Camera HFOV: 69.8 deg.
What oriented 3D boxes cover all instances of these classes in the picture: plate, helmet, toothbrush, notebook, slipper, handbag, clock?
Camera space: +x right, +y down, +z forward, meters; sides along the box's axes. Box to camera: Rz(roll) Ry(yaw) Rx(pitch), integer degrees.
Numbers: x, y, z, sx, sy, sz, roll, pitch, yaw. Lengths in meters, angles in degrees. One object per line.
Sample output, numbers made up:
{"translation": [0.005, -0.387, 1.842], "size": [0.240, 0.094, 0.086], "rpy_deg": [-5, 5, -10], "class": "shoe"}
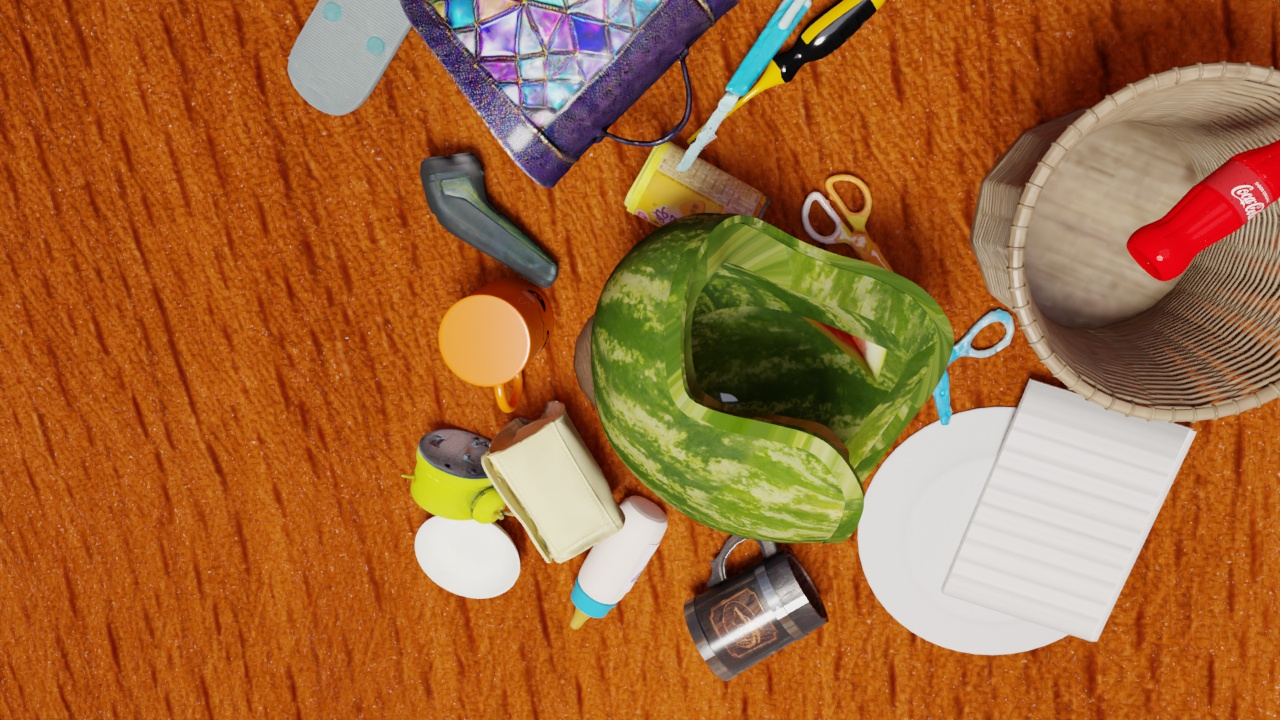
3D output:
{"translation": [-0.163, 0.181, 0.879], "size": [0.104, 0.026, 0.104], "rpy_deg": [5, 120, 8], "class": "plate"}
{"translation": [0.078, 0.015, 0.696], "size": [0.247, 0.212, 0.244], "rpy_deg": [34, 149, 10], "class": "helmet"}
{"translation": [0.117, -0.239, 0.750], "size": [0.197, 0.031, 0.031], "rpy_deg": [-36, 66, 18], "class": "toothbrush"}
{"translation": [0.370, 0.134, 0.801], "size": [0.142, 0.009, 0.210], "rpy_deg": [17, 105, 3], "class": "notebook"}
{"translation": [-0.205, -0.323, 0.762], "size": [0.098, 0.054, 0.269], "rpy_deg": [33, 116, -4], "class": "slipper"}
{"translation": [-0.048, -0.258, 0.712], "size": [0.205, 0.125, 0.222], "rpy_deg": [-42, 93, 13], "class": "handbag"}
{"translation": [0.321, 0.160, 0.828], "size": [0.242, 0.016, 0.243], "rpy_deg": [2, 104, 6], "class": "plate"}
{"translation": [-0.075, 0.107, 0.814], "size": [0.081, 0.111, 0.119], "rpy_deg": [-30, 100, 1], "class": "handbag"}
{"translation": [-0.155, 0.109, 0.839], "size": [0.119, 0.083, 0.057], "rpy_deg": [22, 110, 4], "class": "clock"}

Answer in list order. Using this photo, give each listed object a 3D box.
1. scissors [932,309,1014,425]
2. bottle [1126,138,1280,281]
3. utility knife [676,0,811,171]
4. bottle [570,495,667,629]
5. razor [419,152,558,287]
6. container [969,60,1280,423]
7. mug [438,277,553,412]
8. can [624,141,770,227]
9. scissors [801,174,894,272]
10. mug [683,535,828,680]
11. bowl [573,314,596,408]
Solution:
{"translation": [0.251, -0.011, 0.793], "size": [0.137, 0.011, 0.134], "rpy_deg": [44, 104, -9], "class": "scissors"}
{"translation": [0.351, -0.098, 0.546], "size": [0.119, 0.036, 0.036], "rpy_deg": [-41, 96, 14], "class": "bottle"}
{"translation": [0.080, -0.226, 0.734], "size": [0.022, 0.015, 0.181], "rpy_deg": [37, 85, -6], "class": "utility knife"}
{"translation": [-0.028, 0.196, 0.861], "size": [0.051, 0.051, 0.146], "rpy_deg": [30, 105, -1], "class": "bottle"}
{"translation": [-0.128, -0.123, 0.798], "size": [0.151, 0.054, 0.067], "rpy_deg": [38, 96, -8], "class": "razor"}
{"translation": [0.359, -0.092, 0.668], "size": [0.227, 0.196, 0.227], "rpy_deg": [2, 104, 6], "class": "container"}
{"translation": [-0.121, -0.010, 0.798], "size": [0.078, 0.095, 0.113], "rpy_deg": [-4, 103, 8], "class": "mug"}
{"translation": [0.046, -0.132, 0.764], "size": [0.105, 0.067, 0.068], "rpy_deg": [29, 105, -1], "class": "can"}
{"translation": [0.188, -0.097, 0.782], "size": [0.064, 0.013, 0.128], "rpy_deg": [-35, 100, 10], "class": "scissors"}
{"translation": [0.098, 0.216, 0.844], "size": [0.107, 0.080, 0.115], "rpy_deg": [-33, 72, 12], "class": "mug"}
{"translation": [-0.005, 0.005, 0.822], "size": [0.118, 0.030, 0.118], "rpy_deg": [2, 104, 6], "class": "bowl"}
